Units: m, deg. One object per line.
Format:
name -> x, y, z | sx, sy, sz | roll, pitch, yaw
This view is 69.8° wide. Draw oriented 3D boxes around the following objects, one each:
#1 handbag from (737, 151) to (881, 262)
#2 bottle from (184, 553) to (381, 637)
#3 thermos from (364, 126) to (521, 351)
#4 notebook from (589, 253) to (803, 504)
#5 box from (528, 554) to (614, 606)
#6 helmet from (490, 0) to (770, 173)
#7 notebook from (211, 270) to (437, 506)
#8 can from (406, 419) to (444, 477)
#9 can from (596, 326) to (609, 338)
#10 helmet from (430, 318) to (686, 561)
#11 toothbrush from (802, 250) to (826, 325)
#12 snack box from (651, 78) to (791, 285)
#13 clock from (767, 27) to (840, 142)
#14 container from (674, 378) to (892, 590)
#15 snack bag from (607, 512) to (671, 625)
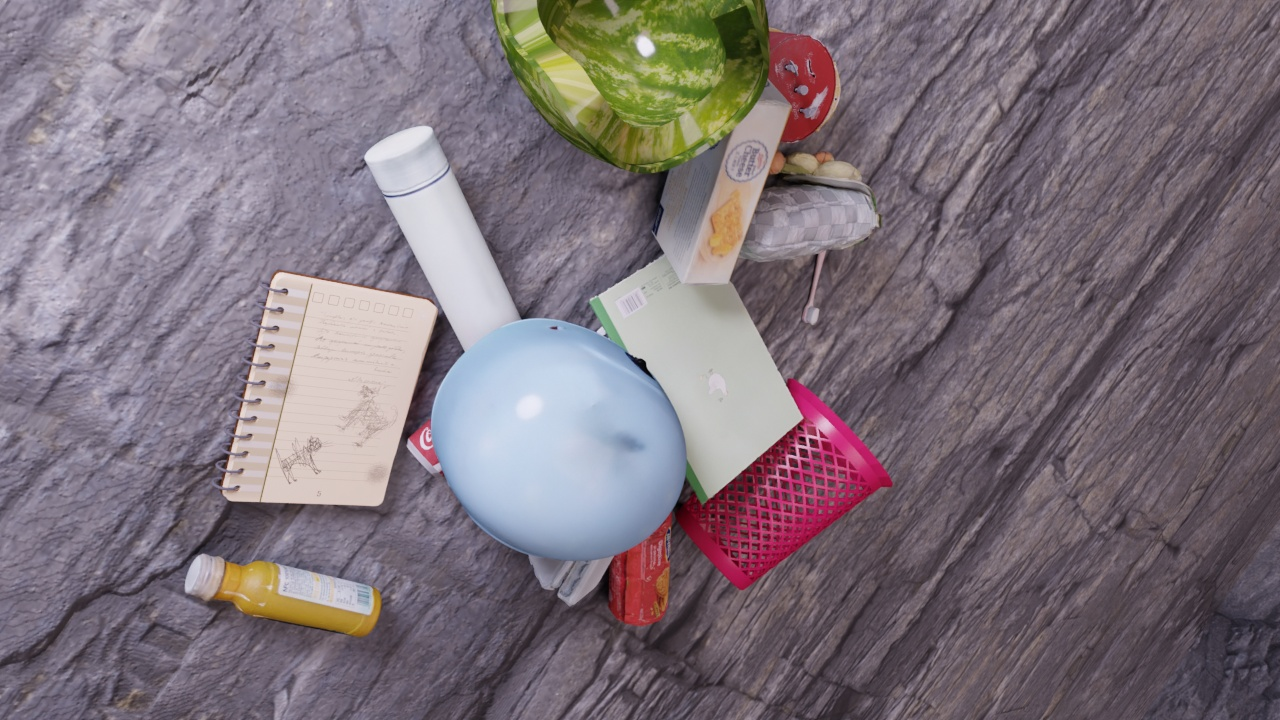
handbag -> 0.170, -0.175, 1.033 | 0.171, 0.113, 0.123 | -13, 108, -28
bottle -> -0.351, 0.233, 0.911 | 0.186, 0.053, 0.053 | 27, 95, -38
thermos -> -0.178, -0.103, 0.865 | 0.067, 0.068, 0.230 | -33, 124, -17
notebook -> 0.069, 0.004, 1.015 | 0.181, 0.010, 0.252 | -35, 101, -33
box -> -0.061, 0.158, 1.031 | 0.216, 0.110, 0.107 | -61, 170, 9
helmet -> -0.014, -0.295, 0.778 | 0.213, 0.247, 0.243 | -35, 164, 12
notebook -> -0.299, 0.036, 0.876 | 0.167, 0.024, 0.226 | 10, 105, -37
can -> -0.188, 0.071, 0.944 | 0.096, 0.054, 0.054 | -42, 127, -10
can -> -0.006, 0.006, 1.017 | 0.064, 0.064, 0.127 | -43, 115, -9
helmet -> -0.065, 0.095, 0.875 | 0.265, 0.167, 0.225 | 30, 99, -28
toothbrush -> 0.229, -0.132, 1.147 | 0.015, 0.018, 0.181 | -4, 112, -33
snack box -> 0.076, -0.188, 0.927 | 0.057, 0.104, 0.208 | -1, 130, -23
clock -> 0.138, -0.293, 0.974 | 0.158, 0.081, 0.117 | 1, 110, -33
container -> 0.168, 0.166, 1.154 | 0.226, 0.183, 0.183 | -43, 128, 0
snack bag -> -0.003, 0.246, 1.130 | 0.082, 0.082, 0.177 | -12, 116, -28
